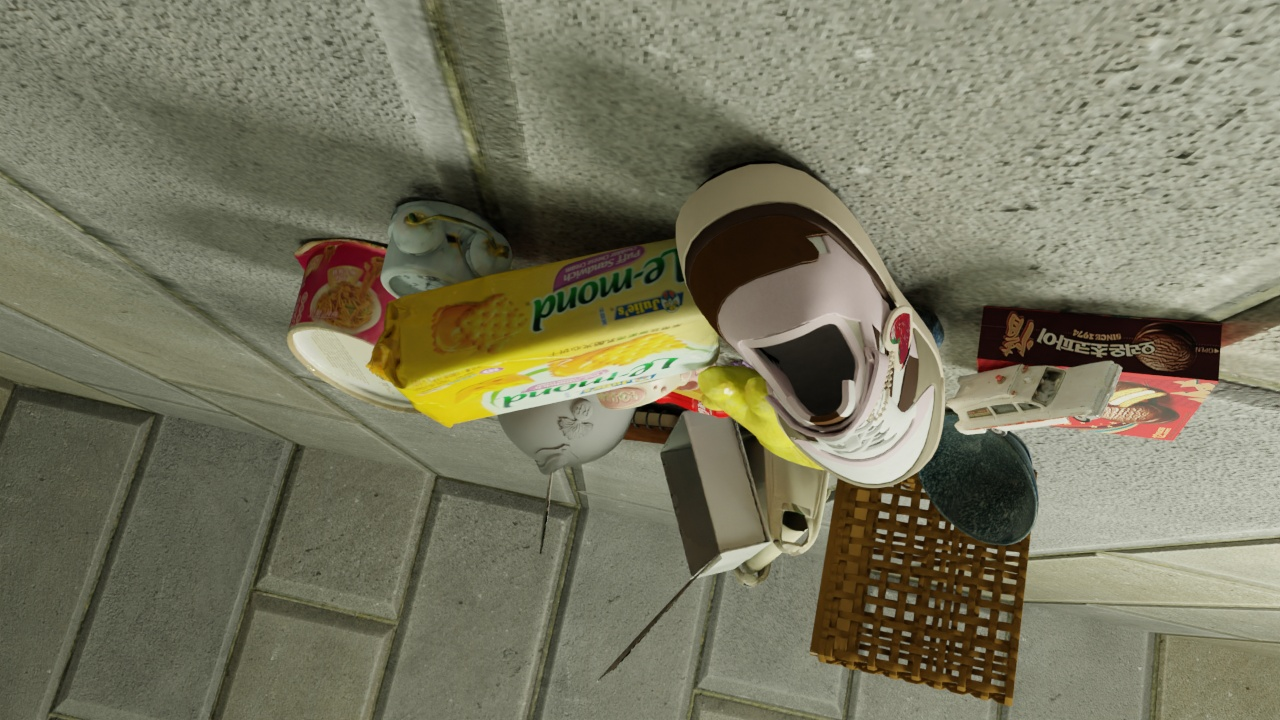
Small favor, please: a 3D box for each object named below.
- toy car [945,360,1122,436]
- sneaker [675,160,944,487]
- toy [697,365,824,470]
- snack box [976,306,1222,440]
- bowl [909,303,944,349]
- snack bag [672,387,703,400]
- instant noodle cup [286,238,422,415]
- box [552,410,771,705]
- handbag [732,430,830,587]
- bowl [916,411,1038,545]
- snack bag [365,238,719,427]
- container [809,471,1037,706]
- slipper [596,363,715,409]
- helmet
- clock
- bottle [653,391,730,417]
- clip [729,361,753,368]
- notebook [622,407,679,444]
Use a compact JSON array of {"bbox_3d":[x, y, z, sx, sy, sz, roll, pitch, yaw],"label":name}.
[{"bbox_3d":[0.240,0.021,0.573,0.039,0.039,0.113,38,159,-11],"label":"toy car"},{"bbox_3d":[0.119,0.021,0.531,0.112,0.116,0.294,-19,139,17],"label":"sneaker"},{"bbox_3d":[0.127,0.038,0.730,0.134,0.092,0.207,17,-174,40],"label":"toy"},{"bbox_3d":[0.305,0.012,0.631,0.133,0.035,0.152,6,165,23],"label":"snack box"},{"bbox_3d":[0.157,-0.006,0.652,0.110,0.055,0.110,11,165,3],"label":"bowl"},{"bbox_3d":[0.050,0.021,0.878,0.099,0.026,0.020,19,156,24],"label":"snack bag"},{"bbox_3d":[-0.226,-0.019,0.797,0.179,0.077,0.179,16,153,8],"label":"instant noodle cup"},{"bbox_3d":[0.024,0.214,1.003,0.165,0.329,0.167,37,157,8],"label":"box"},{"bbox_3d":[0.176,0.164,1.072,0.132,0.183,0.229,9,154,-2],"label":"handbag"},{"bbox_3d":[0.331,0.100,0.868,0.057,0.137,0.137,-25,-177,-26],"label":"bowl"},{"bbox_3d":[-0.058,-0.017,0.629,0.247,0.068,0.160,-12,168,-3],"label":"snack bag"},{"bbox_3d":[0.350,0.261,1.116,0.214,0.251,0.219,6,165,23],"label":"container"},{"bbox_3d":[-0.005,0.005,0.782,0.093,0.081,0.197,0,163,37],"label":"slipper"},{"bbox_3d":[-0.087,0.068,1.013,0.183,0.117,0.272,17,169,-16],"label":"helmet"},{"bbox_3d":[-0.135,-0.075,0.635,0.083,0.057,0.118,17,158,-19],"label":"clock"},{"bbox_3d":[0.067,0.035,0.901,0.119,0.036,0.036,13,167,22],"label":"bottle"},{"bbox_3d":[0.101,0.014,0.857,0.032,0.013,0.051,-3,152,31],"label":"clip"},{"bbox_3d":[-0.020,0.084,1.200,0.226,0.024,0.167,4,167,31],"label":"notebook"}]
